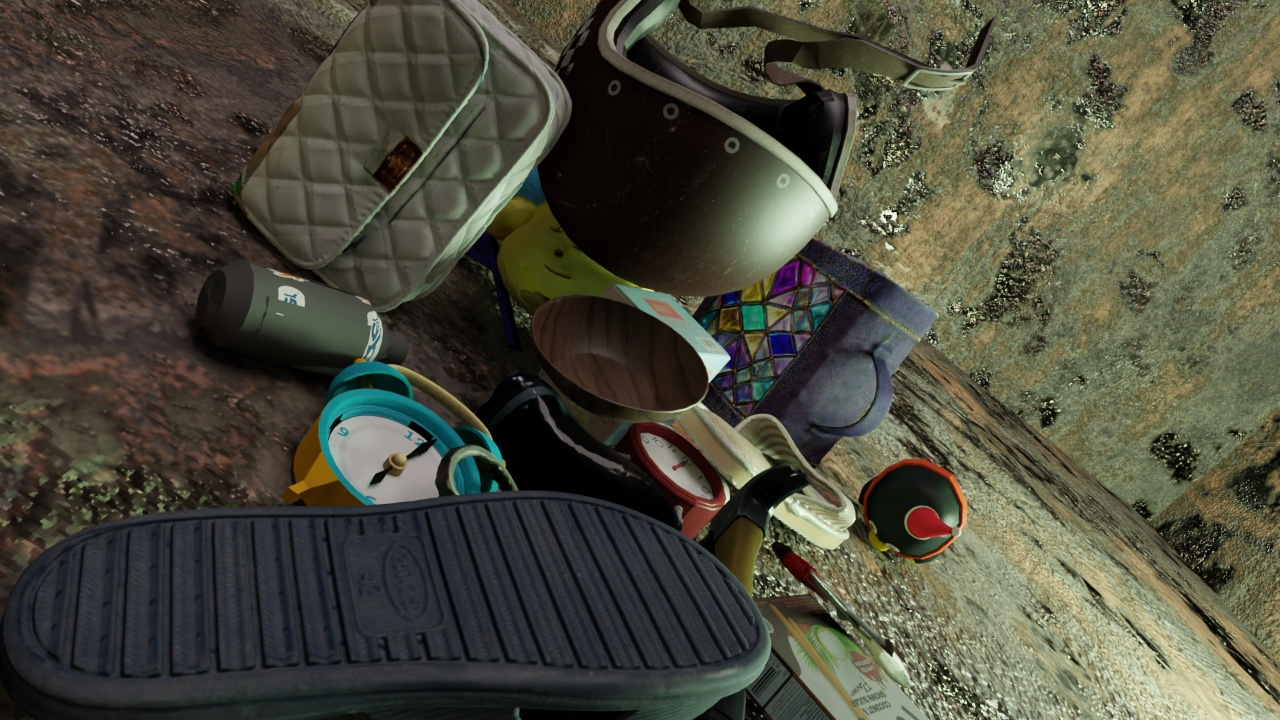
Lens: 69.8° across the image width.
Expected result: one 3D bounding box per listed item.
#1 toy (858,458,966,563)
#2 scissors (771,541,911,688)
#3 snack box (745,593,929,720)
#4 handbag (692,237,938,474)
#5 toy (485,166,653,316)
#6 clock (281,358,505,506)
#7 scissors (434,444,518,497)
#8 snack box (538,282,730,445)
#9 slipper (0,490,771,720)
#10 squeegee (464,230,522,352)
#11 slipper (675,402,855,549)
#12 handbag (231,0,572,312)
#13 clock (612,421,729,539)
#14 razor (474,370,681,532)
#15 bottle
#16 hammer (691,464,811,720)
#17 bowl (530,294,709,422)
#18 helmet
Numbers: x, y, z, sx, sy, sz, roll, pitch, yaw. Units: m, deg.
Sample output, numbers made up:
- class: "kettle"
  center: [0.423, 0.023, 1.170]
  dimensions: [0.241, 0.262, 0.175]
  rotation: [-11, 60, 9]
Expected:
- class: "toy"
  center: [0.261, 0.144, 0.880]
  dimensions: [0.097, 0.100, 0.119]
  rotation: [48, 18, 17]
- class: "scissors"
  center: [0.145, 0.178, 0.627]
  dimensions: [0.179, 0.015, 0.199]
  rotation: [48, -4, -15]
- class: "snack box"
  center: [0.129, 0.214, 0.524]
  dimensions: [0.101, 0.032, 0.186]
  rotation: [15, 25, -52]
- class: "handbag"
  center: [0.160, -0.008, 0.882]
  dimensions: [0.125, 0.205, 0.222]
  rotation: [26, 17, -38]
- class: "toy"
  center: [-0.061, -0.099, 0.774]
  dimensions: [0.148, 0.084, 0.213]
  rotation: [3, 51, -29]
- class: "clock"
  center: [-0.117, 0.047, 0.449]
  dimensions: [0.099, 0.044, 0.129]
  rotation: [38, 25, -9]
- class: "scissors"
  center: [-0.052, 0.090, 0.461]
  dimensions: [0.153, 0.013, 0.163]
  rotation: [67, 26, -15]
- class: "snack box"
  center: [-0.004, 0.004, 0.690]
  dimensions: [0.079, 0.095, 0.092]
  rotation: [47, 20, 21]
- class: "slipper"
  center: [-0.079, 0.107, 0.340]
  dimensions: [0.263, 0.083, 0.101]
  rotation: [6, 34, -27]
- class: "squeegee"
  center: [-0.180, -0.130, 0.718]
  dimensions: [0.185, 0.055, 0.249]
  rotation: [44, 19, -44]
- class: "slipper"
  center: [0.112, 0.088, 0.725]
  dimensions: [0.115, 0.052, 0.263]
  rotation: [49, 8, 35]
- class: "handbag"
  center: [-0.148, -0.133, 0.567]
  dimensions: [0.139, 0.195, 0.072]
  rotation: [41, 15, -6]
- class: "clock"
  center: [0.018, 0.082, 0.630]
  dimensions: [0.087, 0.044, 0.124]
  rotation: [44, 19, 12]
- class: "razor"
  center: [-0.035, 0.064, 0.555]
  dimensions: [0.140, 0.053, 0.063]
  rotation: [40, 25, -6]
- class: "bottle"
  center: [-0.172, -0.018, 0.483]
  dimensions: [0.112, 0.047, 0.047]
  rotation: [18, 28, -48]
- class: "hammer"
  center: [0.034, 0.148, 0.426]
  dimensions: [0.025, 0.118, 0.332]
  rotation: [37, 23, -3]
- class: "bowl"
  center: [-0.017, 0.005, 0.586]
  dimensions: [0.119, 0.032, 0.119]
  rotation: [18, 31, -11]
- class: "helmet"
  center: [0.052, -0.169, 0.661]
  dimensions: [0.233, 0.253, 0.234]
  rotation: [28, -9, -27]
